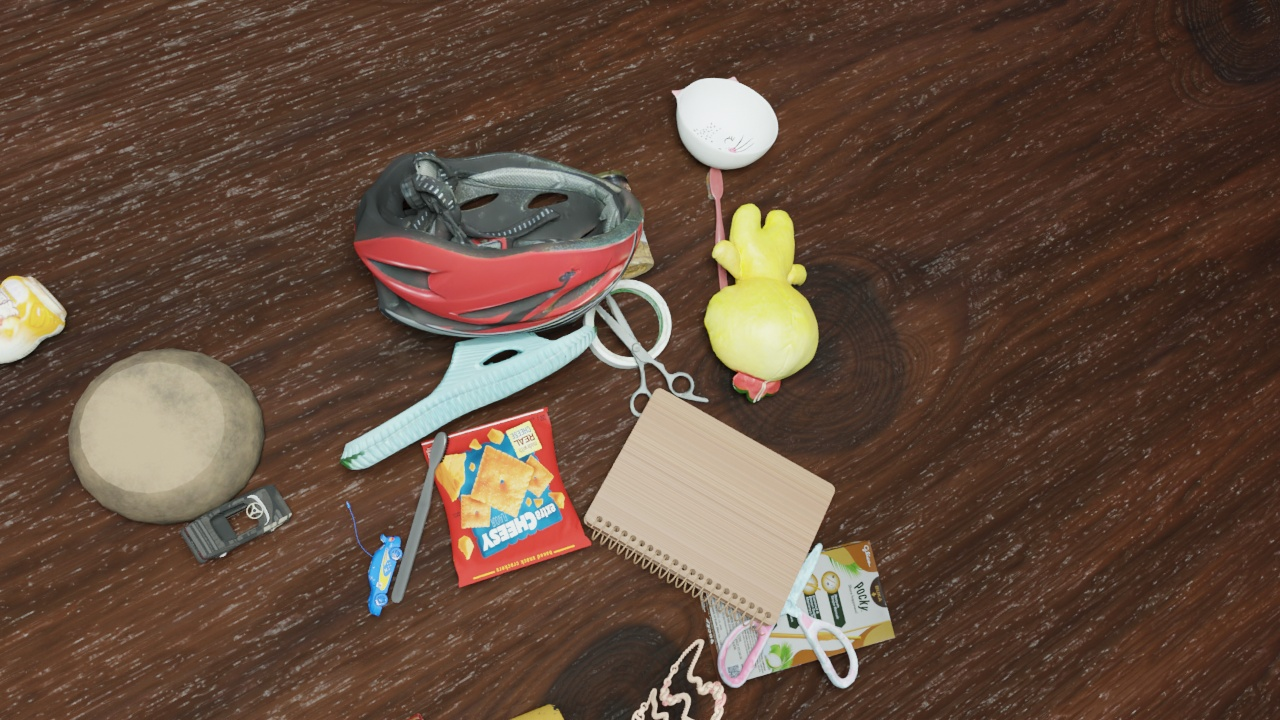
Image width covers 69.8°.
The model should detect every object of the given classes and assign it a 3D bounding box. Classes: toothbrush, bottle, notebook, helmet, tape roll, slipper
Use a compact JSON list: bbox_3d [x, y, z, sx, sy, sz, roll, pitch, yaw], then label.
[{"bbox_3d":[-0.210,0.149,0.873,0.013,0.013,0.167,15,86,14],"label":"toothbrush"},{"bbox_3d":[0.089,-0.125,1.022,0.015,0.016,0.184,-2,81,-14],"label":"toothbrush"},{"bbox_3d":[-0.027,-0.142,0.974,0.056,0.056,0.105,-15,81,-16],"label":"bottle"},{"bbox_3d":[0.069,0.148,0.914,0.210,0.022,0.168,29,68,1],"label":"notebook"},{"bbox_3d":[-0.575,-0.026,0.817,0.108,0.063,0.063,-41,89,-19],"label":"bottle"},{"bbox_3d":[-0.130,-0.113,0.875,0.271,0.167,0.217,-5,37,-13],"label":"helmet"},{"bbox_3d":[-0.014,-0.039,0.974,0.093,0.018,0.093,3,77,-13],"label":"tape roll"},{"bbox_3d":[-0.167,0.018,0.879,0.275,0.116,0.069,-28,97,-13],"label":"slipper"}]

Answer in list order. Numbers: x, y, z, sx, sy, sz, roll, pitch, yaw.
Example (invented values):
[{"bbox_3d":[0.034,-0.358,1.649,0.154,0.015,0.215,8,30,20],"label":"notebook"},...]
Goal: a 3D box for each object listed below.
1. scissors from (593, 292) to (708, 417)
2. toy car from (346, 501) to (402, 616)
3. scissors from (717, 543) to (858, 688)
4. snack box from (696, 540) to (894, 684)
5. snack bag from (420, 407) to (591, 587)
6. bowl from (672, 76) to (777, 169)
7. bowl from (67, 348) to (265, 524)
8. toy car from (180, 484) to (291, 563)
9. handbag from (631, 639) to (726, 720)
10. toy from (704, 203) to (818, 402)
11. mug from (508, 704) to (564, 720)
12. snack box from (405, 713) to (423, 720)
[{"bbox_3d":[0.010,-0.009,0.953,0.120,0.014,0.160,-11,104,-15],"label":"scissors"},{"bbox_3d":[-0.258,0.186,0.856,0.062,0.033,0.092,19,74,-15],"label":"toy car"},{"bbox_3d":[0.153,0.264,0.914,0.175,0.013,0.170,36,69,-2],"label":"scissors"},{"bbox_3d":[0.159,0.255,0.941,0.185,0.032,0.101,-10,80,-15],"label":"snack box"},{"bbox_3d":[-0.132,0.131,0.897,0.130,0.039,0.144,-15,78,-14],"label":"snack bag"},{"bbox_3d":[0.091,-0.255,1.022,0.114,0.051,0.114,7,57,-11],"label":"bowl"},{"bbox_3d":[-0.429,0.065,0.827,0.162,0.070,0.162,3,77,-12],"label":"bowl"},{"bbox_3d":[-0.362,0.145,0.828,0.040,0.037,0.092,56,39,5],"label":"toy car"},{"bbox_3d":[0.051,0.368,0.804,0.116,0.199,0.187,41,80,-1],"label":"handbag"},{"bbox_3d":[0.133,-0.064,0.977,0.133,0.092,0.207,5,71,-25],"label":"toy"},{"bbox_3d":[-0.102,0.381,0.822,0.094,0.100,0.124,-16,106,-18],"label":"mug"},{"bbox_3d":[-0.275,0.416,0.789,0.236,0.060,0.113,-24,83,-17],"label":"snack box"}]
